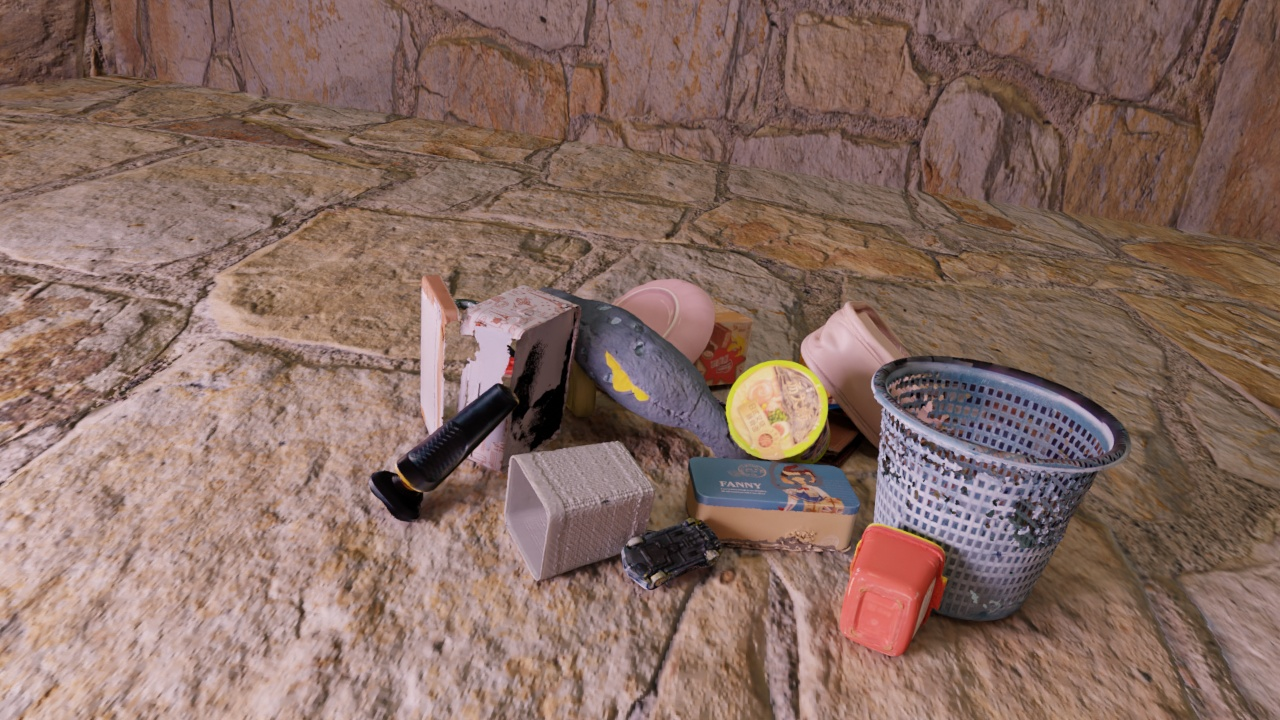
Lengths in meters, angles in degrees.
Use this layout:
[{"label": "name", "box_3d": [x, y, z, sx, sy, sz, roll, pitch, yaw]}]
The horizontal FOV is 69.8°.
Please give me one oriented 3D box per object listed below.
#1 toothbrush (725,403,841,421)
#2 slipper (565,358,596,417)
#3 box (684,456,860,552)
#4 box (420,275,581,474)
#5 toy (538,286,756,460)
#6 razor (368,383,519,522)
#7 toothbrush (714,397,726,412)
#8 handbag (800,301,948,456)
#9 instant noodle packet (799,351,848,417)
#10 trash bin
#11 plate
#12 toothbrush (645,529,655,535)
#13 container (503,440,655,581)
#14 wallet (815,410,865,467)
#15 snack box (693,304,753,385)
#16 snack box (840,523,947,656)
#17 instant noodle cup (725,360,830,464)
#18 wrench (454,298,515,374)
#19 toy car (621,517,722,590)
[{"label": "toothbrush", "box_3d": [0.186, 0.064, 1.151, 0.189, 0.016, 0.014, -7, 25, -14]}, {"label": "slipper", "box_3d": [-0.111, 0.005, 1.170, 0.081, 0.092, 0.190, -4, 29, -20]}, {"label": "box", "box_3d": [0.126, 0.147, 0.942, 0.184, 0.061, 0.089, 6, 22, -9]}, {"label": "box", "box_3d": [-0.188, 0.008, 1.021, 0.178, 0.183, 0.152, 21, 26, 22]}, {"label": "toy", "box_3d": [-0.006, 0.006, 1.069, 0.356, 0.091, 0.138, 39, -3, 17]}, {"label": "razor", "box_3d": [-0.188, 0.085, 0.906, 0.062, 0.068, 0.167, 44, 76, 10]}, {"label": "toothbrush", "box_3d": [0.096, 0.050, 1.220, 0.014, 0.017, 0.189, -3, 23, -31]}, {"label": "handbag", "box_3d": [0.318, 0.004, 1.196, 0.193, 0.094, 0.233, 49, 28, 2]}, {"label": "instant noodle packet", "box_3d": [0.270, 0.037, 1.243, 0.110, 0.044, 0.128, 29, 17, -20]}, {"label": "trash bin", "box_3d": [0.314, 0.127, 0.872, 0.226, 0.195, 0.226, 6, 22, -3]}, {"label": "plate", "box_3d": [0.005, -0.040, 1.219, 0.193, 0.039, 0.192, -20, 44, 21]}, {"label": "toothbrush", "box_3d": [-0.015, 0.167, 0.906, 0.181, 0.016, 0.018, 11, 14, 9]}, {"label": "container", "box_3d": [-0.056, 0.134, 0.854, 0.114, 0.090, 0.090, -9, 38, -28]}, {"label": "wallet", "box_3d": [0.219, 0.090, 1.146, 0.101, 0.032, 0.124, 17, 23, 28]}, {"label": "snack box", "box_3d": [0.091, -0.021, 1.270, 0.092, 0.094, 0.077, -4, 21, -37]}, {"label": "snack box", "box_3d": [0.219, 0.203, 0.802, 0.082, 0.091, 0.079, 17, 31, 23]}, {"label": "instant noodle cup", "box_3d": [0.166, 0.072, 1.039, 0.112, 0.111, 0.123, 20, -12, 26]}, {"label": "wrench", "box_3d": [-0.218, -0.038, 1.327, 0.056, 0.016, 0.273, -4, 25, -26]}, {"label": "toy car", "box_3d": [0.028, 0.181, 0.856, 0.105, 0.031, 0.049, -12, 49, -34]}]
